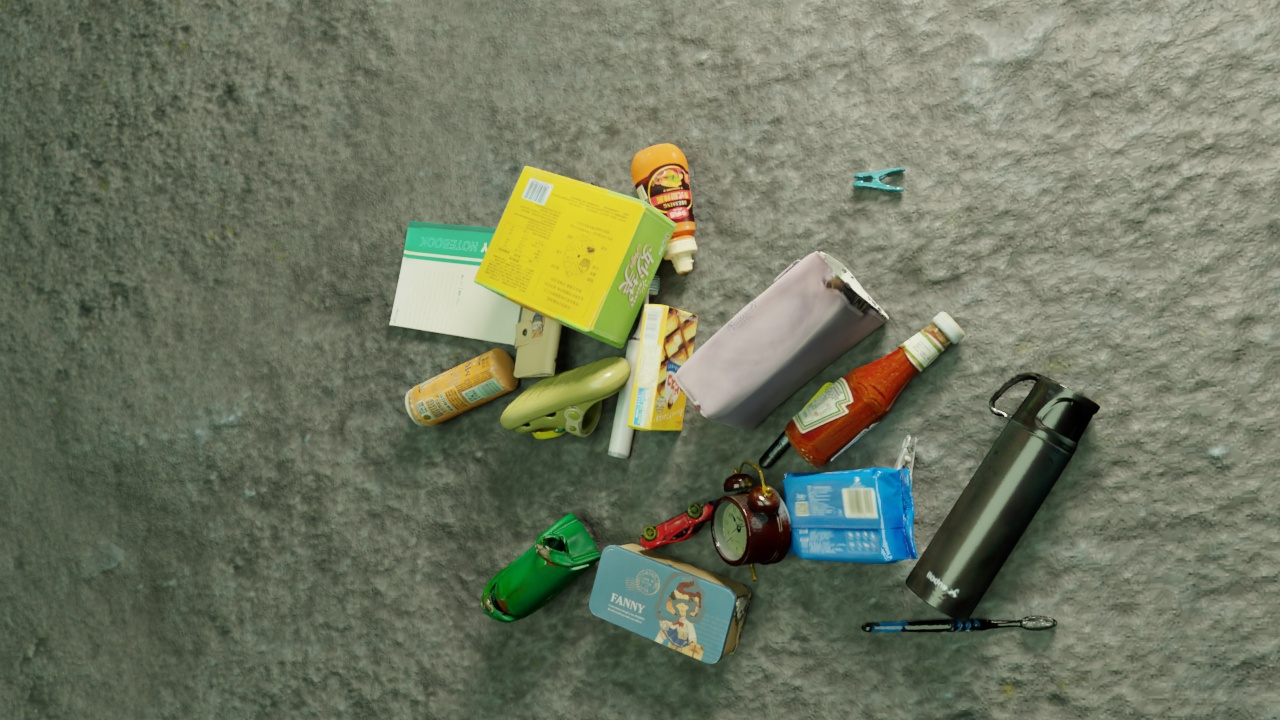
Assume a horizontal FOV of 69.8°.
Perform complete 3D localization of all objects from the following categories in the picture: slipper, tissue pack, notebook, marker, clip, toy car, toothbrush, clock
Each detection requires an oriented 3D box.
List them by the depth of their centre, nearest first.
[{"bbox_3d":[0.315,0.265,0.920,0.190,0.016,0.014,-10,74,26],"label":"toothbrush"},{"bbox_3d":[0.213,0.159,0.944,0.157,0.052,0.095,-10,83,46],"label":"tissue pack"},{"bbox_3d":[0.273,0.104,0.947,0.045,0.027,0.058,17,84,9],"label":"clip"},{"bbox_3d":[0.117,0.167,0.979,0.082,0.055,0.122,25,115,59],"label":"clock"},{"bbox_3d":[0.256,-0.193,0.986,0.056,0.013,0.039,3,86,27],"label":"clip"},{"bbox_3d":[0.172,0.072,1.004,0.018,0.015,0.124,45,106,21],"label":"marker"},{"bbox_3d":[0.049,0.185,1.036,0.106,0.049,0.031,-32,73,20],"label":"toy car"},{"bbox_3d":[-0.083,0.057,1.088,0.191,0.091,0.081,-22,101,34],"label":"slipper"},{"bbox_3d":[-0.006,0.006,1.091,0.026,0.026,0.221,11,90,9],"label":"toothbrush"},{"bbox_3d":[-0.239,-0.106,1.221,0.209,0.012,0.150,9,88,26],"label":"notebook"}]

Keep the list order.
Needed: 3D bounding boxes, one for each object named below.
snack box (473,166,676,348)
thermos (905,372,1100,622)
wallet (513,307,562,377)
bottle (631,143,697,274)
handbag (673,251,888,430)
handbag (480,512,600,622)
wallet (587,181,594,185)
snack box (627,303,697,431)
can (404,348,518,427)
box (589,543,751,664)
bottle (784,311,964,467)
[{"bbox_3d":[-0.080,-0.123,1.064,0.210,0.070,0.157,24,90,38],"label":"snack box"},{"bbox_3d":[0.342,0.128,0.893,0.090,0.068,0.242,35,99,39],"label":"thermos"},{"bbox_3d":[-0.127,-0.036,1.135,0.087,0.024,0.115,-8,72,50],"label":"wallet"},{"bbox_3d":[0.034,-0.173,1.069,0.067,0.066,0.149,-16,86,24],"label":"bottle"},{"bbox_3d":[0.142,-0.021,0.955,0.197,0.144,0.098,-42,72,16],"label":"handbag"},{"bbox_3d":[-0.118,0.243,1.075,0.131,0.120,0.068,-41,76,15],"label":"handbag"},{"bbox_3d":[-0.079,-0.148,1.144,0.097,0.019,0.120,-27,77,21],"label":"wallet"},{"bbox_3d":[0.026,0.010,1.040,0.034,0.086,0.140,10,90,26],"label":"snack box"},{"bbox_3d":[-0.229,0.036,1.178,0.146,0.058,0.058,-23,76,22],"label":"can"},{"bbox_3d":[0.027,0.268,1.035,0.184,0.059,0.090,13,91,25],"label":"box"},{"bbox_3d":[0.243,0.028,0.951,0.206,0.059,0.059,-41,70,12],"label":"bottle"}]
